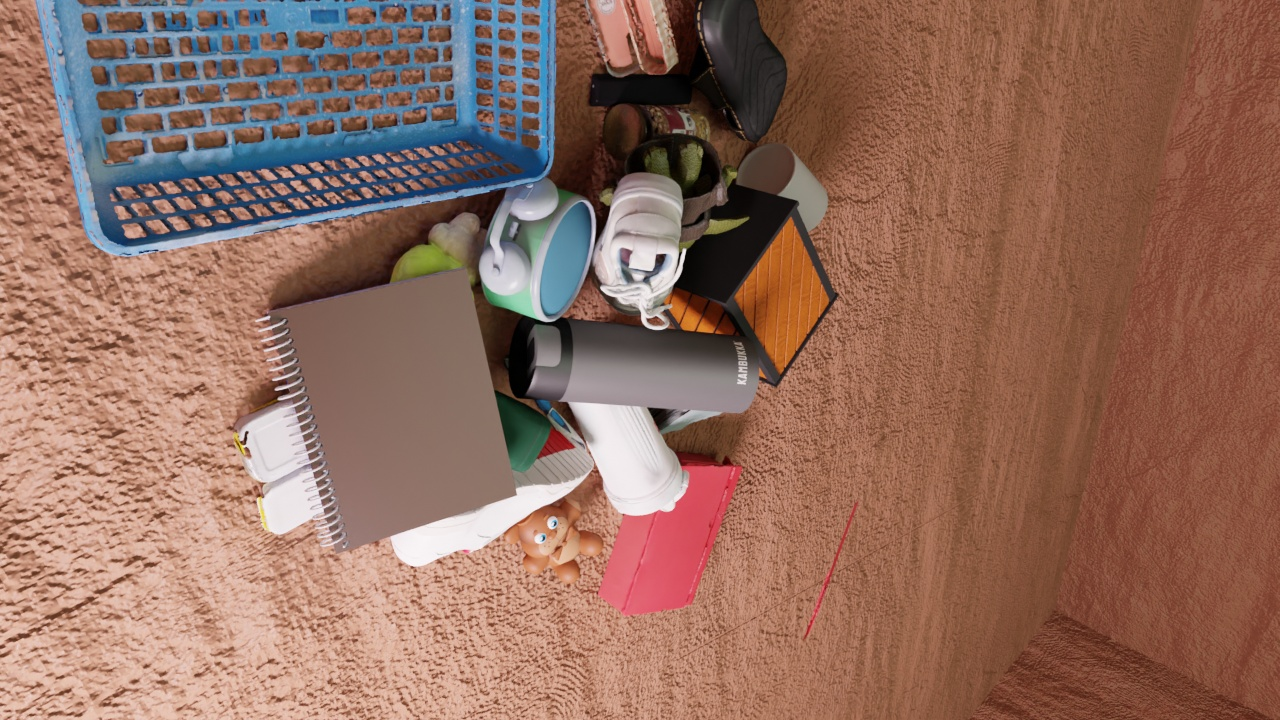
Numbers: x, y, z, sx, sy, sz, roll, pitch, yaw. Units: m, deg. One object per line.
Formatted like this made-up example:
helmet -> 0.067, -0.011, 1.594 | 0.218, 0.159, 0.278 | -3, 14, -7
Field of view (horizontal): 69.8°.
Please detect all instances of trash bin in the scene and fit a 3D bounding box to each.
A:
trash bin -> 0.112, -0.091, 1.054 | 0.139, 0.140, 0.172 | -54, 140, -13

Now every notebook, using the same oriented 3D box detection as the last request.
notebook -> -0.208, 0.042, 0.774 | 0.171, 0.022, 0.209 | -16, 106, -21

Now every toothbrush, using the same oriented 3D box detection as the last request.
toothbrush -> -0.098, 0.053, 0.991 | 0.016, 0.017, 0.189 | -51, 139, -17

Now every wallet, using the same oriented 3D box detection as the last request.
wallet -> 0.069, 0.047, 1.127 | 0.131, 0.054, 0.101 | -23, 166, -41

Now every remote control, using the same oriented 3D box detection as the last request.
remote control -> 0.003, -0.274, 0.933 | 0.136, 0.015, 0.032 | -17, 121, -43

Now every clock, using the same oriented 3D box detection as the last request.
clock -> -0.100, -0.105, 0.831 | 0.161, 0.075, 0.122 | 35, 74, -75

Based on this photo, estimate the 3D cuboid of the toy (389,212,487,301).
toy -> -0.173, -0.078, 0.816 | 0.115, 0.046, 0.092 | -59, 142, -18

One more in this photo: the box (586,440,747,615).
box -> 0.035, 0.224, 1.206 | 0.153, 0.164, 0.215 | -101, -150, -80

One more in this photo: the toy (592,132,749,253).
toy -> 0.027, -0.162, 0.916 | 0.179, 0.078, 0.153 | -11, 159, -8

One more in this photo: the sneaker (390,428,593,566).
sneaker -> -0.154, 0.144, 0.935 | 0.236, 0.090, 0.104 | -18, 144, -51

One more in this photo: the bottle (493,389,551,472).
bottle -> -0.150, 0.054, 0.853 | 0.131, 0.061, 0.061 | 31, 88, -49

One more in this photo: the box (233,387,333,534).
box -> -0.250, 0.062, 0.820 | 0.209, 0.036, 0.130 | -31, 133, -36

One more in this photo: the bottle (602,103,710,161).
bottle -> 0.018, -0.232, 0.940 | 0.105, 0.056, 0.056 | -12, 118, -45

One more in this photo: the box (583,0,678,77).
box -> -0.022, -0.344, 0.828 | 0.042, 0.083, 0.187 | -54, 140, -32

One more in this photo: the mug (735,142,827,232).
mug -> 0.160, -0.195, 1.115 | 0.112, 0.078, 0.096 | -41, 144, 15

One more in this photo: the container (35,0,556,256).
container -> -0.223, -0.235, 0.639 | 0.361, 0.089, 0.257 | -21, 124, -41

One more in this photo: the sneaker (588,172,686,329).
sneaker -> -0.007, -0.080, 0.887 | 0.243, 0.089, 0.090 | 106, -9, -70

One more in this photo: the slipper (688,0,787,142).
slipper -> 0.096, -0.316, 0.971 | 0.113, 0.076, 0.267 | -68, 157, -2

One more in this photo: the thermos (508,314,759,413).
thermos -> -0.005, 0.005, 0.924 | 0.240, 0.082, 0.082 | 5, 107, -22

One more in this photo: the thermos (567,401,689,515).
thermos -> -0.017, 0.090, 1.043 | 0.099, 0.099, 0.220 | -44, 133, -24

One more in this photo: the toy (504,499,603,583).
toy -> -0.103, 0.192, 1.025 | 0.094, 0.065, 0.128 | -55, 135, -16
